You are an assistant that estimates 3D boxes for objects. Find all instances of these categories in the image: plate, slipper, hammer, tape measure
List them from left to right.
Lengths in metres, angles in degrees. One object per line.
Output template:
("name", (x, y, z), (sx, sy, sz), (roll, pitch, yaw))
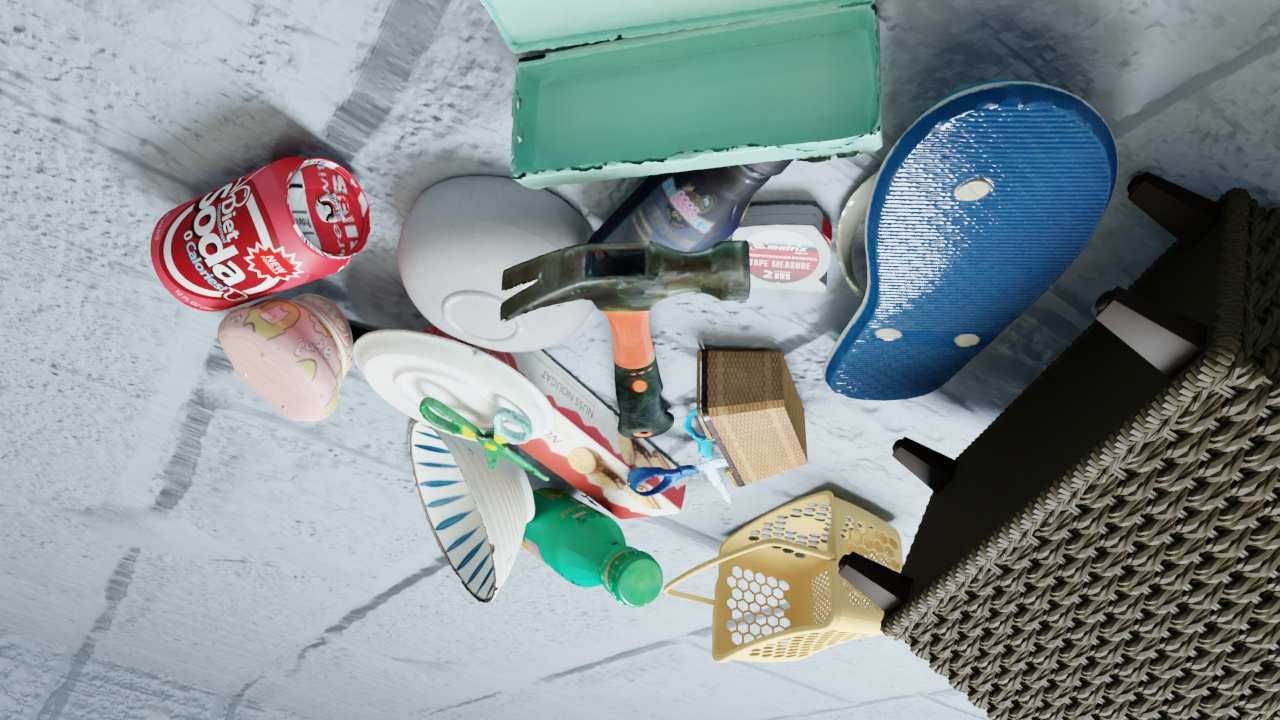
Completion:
("slipper", (-0.248, -0.006, 0.677), (0.093, 0.081, 0.198), (43, 157, -9))
("plate", (-0.140, 0.025, 0.679), (0.157, 0.014, 0.157), (14, 152, 8))
("hammer", (-0.004, 0.004, 0.610), (0.133, 0.033, 0.333), (-1, 161, 3))
("tape measure", (0.085, -0.069, 0.557), (0.060, 0.020, 0.062), (5, 145, 10))
("slipper", (0.169, -0.059, 0.516), (0.118, 0.060, 0.295), (6, 153, 1))

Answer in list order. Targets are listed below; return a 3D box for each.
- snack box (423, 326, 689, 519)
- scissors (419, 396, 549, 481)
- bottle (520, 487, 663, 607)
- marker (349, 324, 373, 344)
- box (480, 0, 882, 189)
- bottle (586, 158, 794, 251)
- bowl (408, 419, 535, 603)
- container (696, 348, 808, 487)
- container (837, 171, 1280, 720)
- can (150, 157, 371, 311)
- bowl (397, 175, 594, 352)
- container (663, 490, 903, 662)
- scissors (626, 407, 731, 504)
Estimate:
("snack box", (-0.066, 0.057, 0.767), (0.077, 0.044, 0.273), (-14, 139, 35))
("scissors", (-0.107, 0.060, 0.694), (0.122, 0.012, 0.127), (-12, 139, 44))
("bottle", (-0.048, 0.168, 0.825), (0.068, 0.068, 0.210), (31, 171, -27))
("marker", (-0.216, -0.017, 0.727), (0.134, 0.015, 0.018), (15, 167, -5))
("box", (0.014, -0.142, 0.423), (0.187, 0.078, 0.110), (-1, 152, 18))
("bottle", (0.026, -0.086, 0.517), (0.056, 0.056, 0.161), (27, 141, -22))
("bowl", (-0.145, 0.126, 0.842), (0.070, 0.177, 0.178), (-21, 159, -28))
("container", (0.086, 0.041, 0.687), (0.061, 0.063, 0.114), (-10, 142, 17))
("container", (0.277, 0.073, 0.516), (0.205, 0.175, 0.322), (33, 137, 7))
("can", (-0.247, -0.080, 0.592), (0.143, 0.074, 0.074), (-12, 140, 31))
("bowl", (-0.094, -0.051, 0.597), (0.132, 0.064, 0.132), (8, 146, 5))
("container", (0.129, 0.201, 0.847), (0.167, 0.129, 0.184), (18, 147, -23))
("scissors", (0.047, 0.089, 0.777), (0.129, 0.014, 0.127), (-28, 133, 7))
